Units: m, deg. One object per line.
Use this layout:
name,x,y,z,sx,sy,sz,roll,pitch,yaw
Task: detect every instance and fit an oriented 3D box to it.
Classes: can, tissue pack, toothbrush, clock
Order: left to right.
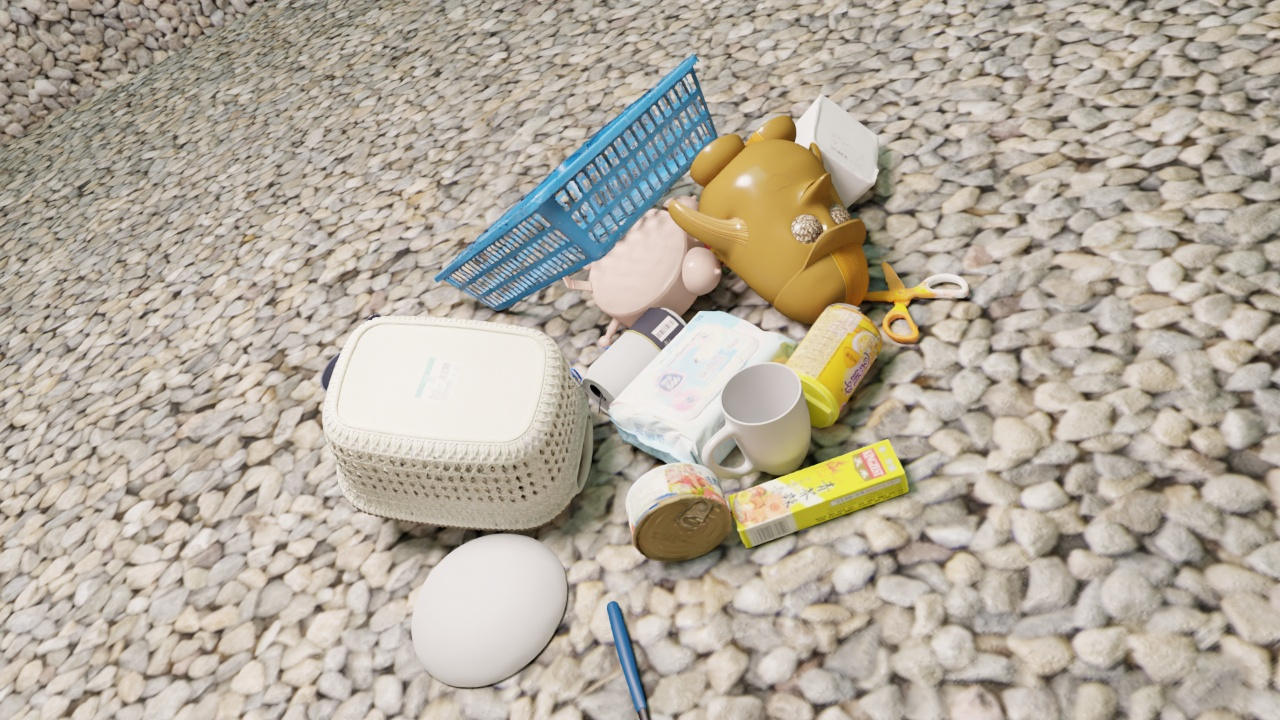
can,-0.006,0.005,0.941,0.064,0.064,0.127,25,61,41
toothbrush,-0.004,0.258,0.721,0.014,0.014,0.167,-32,41,9
clock,0.004,-0.105,1.010,0.161,0.086,0.131,-26,53,18
can,0.032,0.130,0.779,0.086,0.086,0.043,-21,42,4
tissue pack,0.064,0.024,0.884,0.112,0.070,0.181,21,58,40
can,0.174,0.005,0.854,0.068,0.068,0.104,17,56,37

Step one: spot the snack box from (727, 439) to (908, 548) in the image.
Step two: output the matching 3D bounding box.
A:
snack box,0.150,0.114,0.782,0.148,0.029,0.040,-20,42,5

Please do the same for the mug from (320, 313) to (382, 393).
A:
mug,-0.286,0.026,1.024,0.084,0.104,0.123,-12,43,15

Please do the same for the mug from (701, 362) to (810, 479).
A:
mug,0.101,0.068,0.806,0.107,0.089,0.071,-36,43,-13

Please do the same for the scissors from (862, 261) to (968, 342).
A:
scissors,0.269,-0.066,0.921,0.128,0.011,0.125,-19,41,10

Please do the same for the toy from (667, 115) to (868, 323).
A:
toy,0.150,-0.132,0.924,0.198,0.163,0.203,-25,74,-26

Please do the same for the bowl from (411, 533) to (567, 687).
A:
bowl,-0.142,0.209,0.813,0.150,0.043,0.149,-14,43,13

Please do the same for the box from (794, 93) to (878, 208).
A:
box,0.188,-0.224,1.075,0.137,0.126,0.108,-47,19,43

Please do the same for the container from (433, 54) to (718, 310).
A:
container,-0.073,-0.174,1.032,0.256,0.089,0.363,-47,15,-24

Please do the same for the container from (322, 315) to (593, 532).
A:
container,-0.173,0.053,0.862,0.246,0.143,0.184,4,58,5

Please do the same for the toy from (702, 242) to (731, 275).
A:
toy,0.063,-0.124,1.058,0.084,0.046,0.103,-42,38,4

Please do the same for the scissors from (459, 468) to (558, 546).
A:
scissors,-0.148,0.117,0.934,0.142,0.014,0.173,-12,41,11

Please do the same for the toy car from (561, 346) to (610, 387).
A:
toy car,-0.083,0.003,0.999,0.092,0.033,0.061,11,60,34

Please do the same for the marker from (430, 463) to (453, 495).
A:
marker,-0.204,0.094,0.965,0.025,0.025,0.125,-18,35,8
